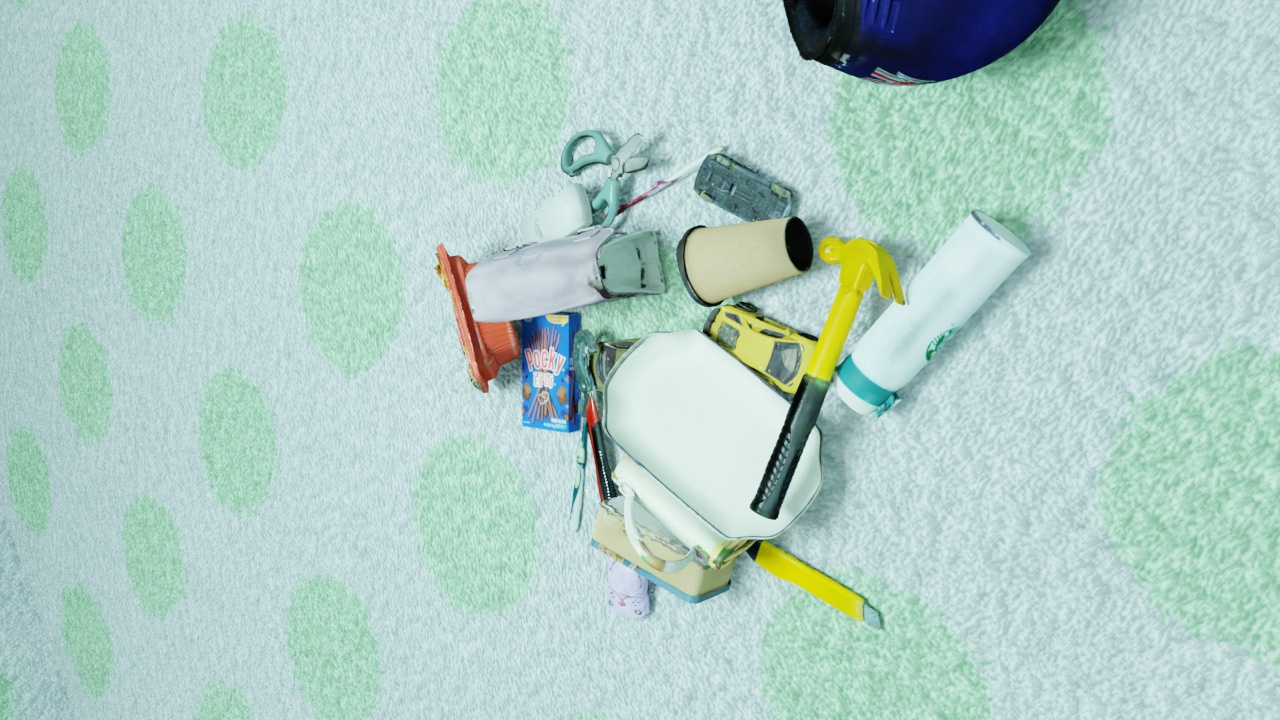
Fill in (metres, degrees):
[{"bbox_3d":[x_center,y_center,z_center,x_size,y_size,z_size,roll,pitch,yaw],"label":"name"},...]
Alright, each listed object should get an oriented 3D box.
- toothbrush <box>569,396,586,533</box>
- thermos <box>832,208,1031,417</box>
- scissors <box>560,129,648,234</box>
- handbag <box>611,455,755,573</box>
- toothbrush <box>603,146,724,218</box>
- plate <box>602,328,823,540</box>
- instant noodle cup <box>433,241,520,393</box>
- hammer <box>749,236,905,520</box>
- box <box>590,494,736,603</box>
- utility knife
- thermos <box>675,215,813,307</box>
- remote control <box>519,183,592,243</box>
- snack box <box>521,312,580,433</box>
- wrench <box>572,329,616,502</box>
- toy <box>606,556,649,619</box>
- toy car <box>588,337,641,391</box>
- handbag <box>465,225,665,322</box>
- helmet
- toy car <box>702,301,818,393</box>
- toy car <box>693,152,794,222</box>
[{"bbox_3d":[-0.082,0.137,1.211,0.016,0.018,0.192,13,102,35],"label":"toothbrush"},{"bbox_3d":[0.278,-0.038,0.899,0.073,0.073,0.225,49,120,22],"label":"thermos"},{"bbox_3d":[-0.050,-0.242,1.129,0.178,0.019,0.169,-47,60,45],"label":"scissors"},{"bbox_3d":[0.040,0.167,1.021,0.163,0.178,0.063,39,129,21],"label":"handbag"},{"bbox_3d":[0.025,-0.214,1.100,0.188,0.016,0.017,-24,71,36],"label":"toothbrush"},{"bbox_3d":[0.078,0.080,1.014,0.266,0.034,0.162,39,85,17],"label":"plate"},{"bbox_3d":[-0.212,-0.059,1.217,0.079,0.165,0.188,-17,84,-7],"label":"instant noodle cup"},{"bbox_3d":[0.179,0.020,0.932,0.129,0.032,0.301,33,104,63],"label":"hammer"},{"bbox_3d":[0.032,0.222,1.091,0.184,0.089,0.062,25,108,37],"label":"box"},{"bbox_3d":[0.192,0.248,1.022,0.174,0.015,0.033,28,116,30],"label":"utility knife"},{"bbox_3d":[0.110,-0.112,0.995,0.144,0.092,0.093,-10,88,39],"label":"thermos"},{"bbox_3d":[-0.109,-0.178,1.181,0.135,0.019,0.056,-23,80,49],"label":"remote control"},{"bbox_3d":[-0.120,0.014,1.221,0.085,0.026,0.157,5,98,36],"label":"snack box"},{"bbox_3d":[-0.054,0.095,1.170,0.056,0.016,0.273,7,107,62],"label":"wrench"},{"bbox_3d":[-0.012,0.281,1.155,0.084,0.038,0.108,17,118,24],"label":"toy"},{"bbox_3d":[-0.007,0.007,1.130,0.158,0.042,0.070,-6,91,39],"label":"toy car"},{"bbox_3d":[-0.092,-0.103,1.106,0.197,0.144,0.098,-7,102,31],"label":"handbag"},{"bbox_3d":[0.246,-0.399,0.775,0.240,0.247,0.315,-10,98,-6],"label":"helmet"},{"bbox_3d":[0.140,-0.013,1.019,0.156,0.041,0.071,27,111,29],"label":"toy car"},{"bbox_3d":[0.116,-0.188,1.023,0.121,0.036,0.054,32,112,19],"label":"toy car"}]
